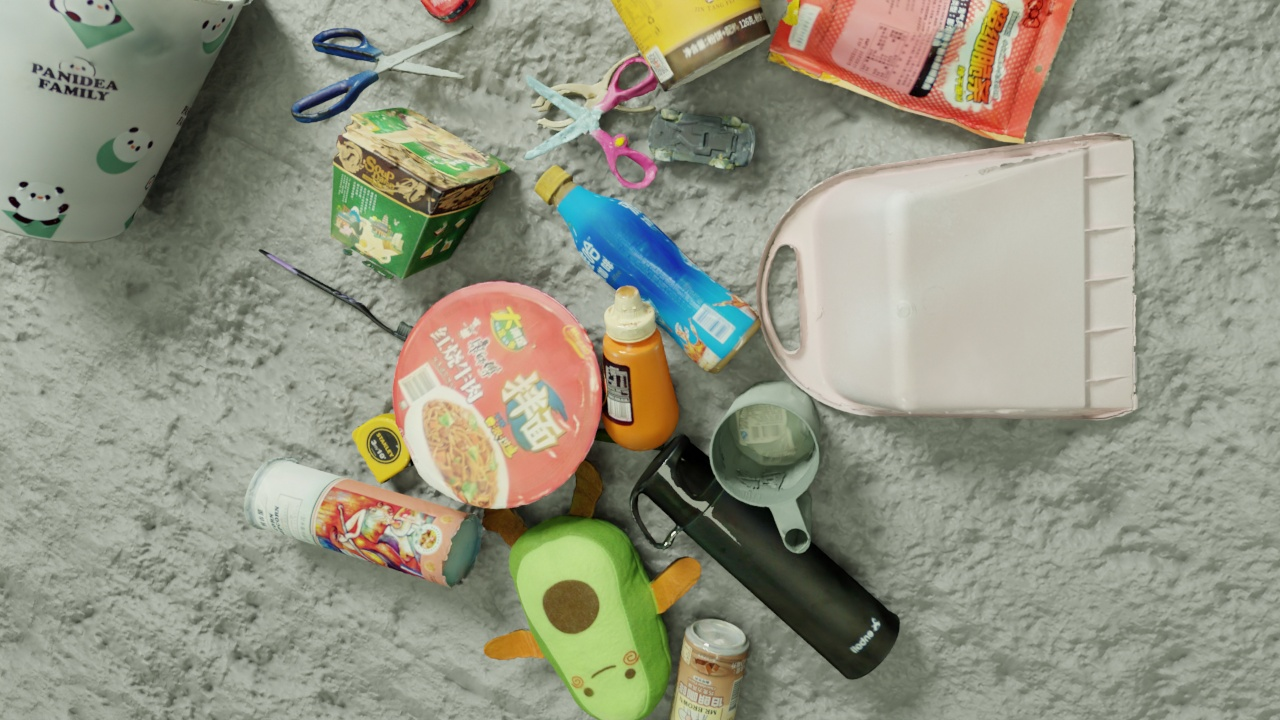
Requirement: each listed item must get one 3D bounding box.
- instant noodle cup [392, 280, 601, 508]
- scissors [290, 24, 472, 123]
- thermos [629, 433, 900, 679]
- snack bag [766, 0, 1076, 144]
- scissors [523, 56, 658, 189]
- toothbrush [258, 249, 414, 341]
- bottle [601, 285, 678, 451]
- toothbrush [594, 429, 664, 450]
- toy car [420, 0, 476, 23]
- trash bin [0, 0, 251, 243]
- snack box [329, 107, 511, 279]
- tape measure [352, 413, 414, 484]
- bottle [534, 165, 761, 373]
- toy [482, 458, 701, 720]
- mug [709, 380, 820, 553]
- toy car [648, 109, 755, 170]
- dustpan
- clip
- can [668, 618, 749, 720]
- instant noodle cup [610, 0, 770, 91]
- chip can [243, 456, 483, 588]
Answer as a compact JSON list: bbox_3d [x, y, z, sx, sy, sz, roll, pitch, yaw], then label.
[{"bbox_3d":[-0.117,0.030,0.802,0.194,0.065,0.194,0,88,14],"label":"instant noodle cup"},{"bbox_3d":[-0.226,-0.252,0.781,0.175,0.012,0.162,-39,56,-18],"label":"scissors"},{"bbox_3d":[0.098,0.171,0.772,0.242,0.068,0.090,41,90,-2],"label":"thermos"},{"bbox_3d":[0.210,-0.251,0.691,0.208,0.073,0.129,17,104,5],"label":"snack bag"},{"bbox_3d":[-0.034,-0.200,0.749,0.133,0.017,0.134,35,100,-2],"label":"scissors"},{"bbox_3d":[-0.281,-0.062,0.862,0.189,0.014,0.017,30,97,7],"label":"toothbrush"},{"bbox_3d":[-0.004,0.004,0.757,0.067,0.066,0.150,3,128,12],"label":"bottle"},{"bbox_3d":[-0.070,0.066,0.835,0.186,0.012,0.017,8,80,11],"label":"toothbrush"},{"bbox_3d":[-0.187,-0.343,0.775,0.053,0.045,0.120,-38,92,18],"label":"toy car"},{"bbox_3d":[-0.490,-0.254,0.776,0.229,0.229,0.252,37,111,5],"label":"trash bin"},{"bbox_3d":[-0.199,-0.140,0.788,0.118,0.117,0.106,32,118,8],"label":"snack box"},{"bbox_3d":[-0.238,0.079,0.869,0.057,0.028,0.060,-32,91,17],"label":"tape measure"},{"bbox_3d":[0.001,-0.081,0.767,0.218,0.065,0.065,41,106,4],"label":"bottle"},{"bbox_3d":[-0.048,0.216,0.819,0.227,0.089,0.246,-26,89,22],"label":"toy"},{"bbox_3d":[0.112,0.082,0.750,0.084,0.103,0.124,-19,96,15],"label":"mug"},{"bbox_3d":[0.050,-0.181,0.753,0.091,0.034,0.043,11,105,20],"label":"toy car"},{"bbox_3d":[0.244,-0.062,0.743,0.273,0.139,0.222,-5,99,-14],"label":"dustpan"},{"bbox_3d":[-0.041,-0.220,0.768,0.100,0.034,0.070,-14,96,10],"label":"clip"},{"bbox_3d":[0.060,0.296,0.823,0.058,0.058,0.116,12,103,11],"label":"can"},{"bbox_3d":[0.034,-0.279,0.701,0.119,0.118,0.114,-24,101,16],"label":"instant noodle cup"},{"bbox_3d":[-0.257,0.149,0.854,0.215,0.071,0.071,12,102,16],"label":"chip can"}]
